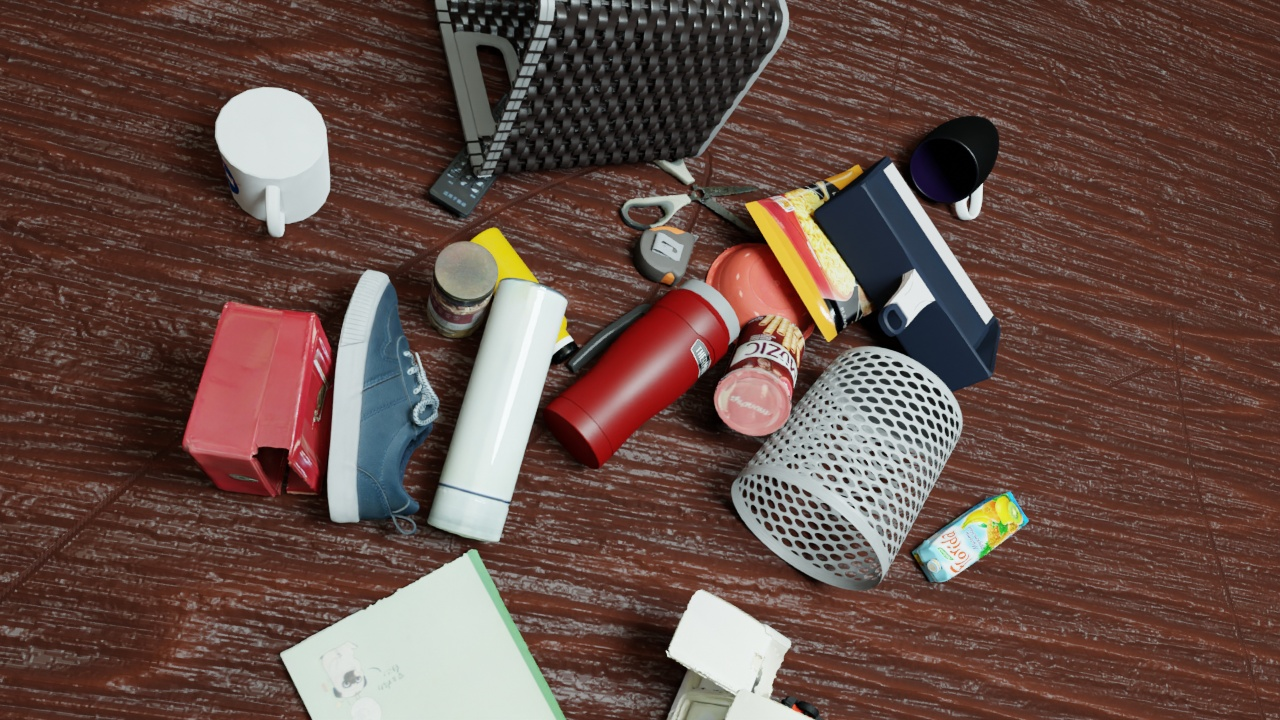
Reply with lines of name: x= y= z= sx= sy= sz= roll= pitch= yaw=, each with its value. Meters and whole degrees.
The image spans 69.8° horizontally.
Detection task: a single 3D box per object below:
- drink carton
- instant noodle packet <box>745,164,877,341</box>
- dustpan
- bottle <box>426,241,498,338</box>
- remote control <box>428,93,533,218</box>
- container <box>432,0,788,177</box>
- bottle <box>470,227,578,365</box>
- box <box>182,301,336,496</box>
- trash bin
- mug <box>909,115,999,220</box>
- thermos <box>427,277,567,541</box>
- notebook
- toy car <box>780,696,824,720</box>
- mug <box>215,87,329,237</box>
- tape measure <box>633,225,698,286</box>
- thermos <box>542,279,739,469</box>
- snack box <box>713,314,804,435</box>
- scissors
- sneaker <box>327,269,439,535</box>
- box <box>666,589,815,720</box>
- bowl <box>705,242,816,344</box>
drink carton: x=0.340 y=0.183 z=0.947 sx=0.128 sy=0.039 sz=0.044 roll=-27 pitch=81 yaw=-23
instant noodle packet: x=0.219 y=-0.124 z=0.989 sx=0.220 sy=0.032 sz=0.160 roll=-26 pitch=83 yaw=-41
dustpan: x=0.286 y=-0.085 z=0.942 sx=0.272 sy=0.080 sz=0.236 roll=-39 pitch=96 yaw=-38
bottle: x=-0.165 y=-0.063 z=0.845 sx=0.056 sy=0.105 sz=0.056 roll=5 pitch=71 yaw=-15
remote control: x=-0.159 y=-0.209 z=0.942 sx=0.047 sy=0.022 sz=0.150 roll=32 pitch=65 yaw=-3
container: x=-0.039 y=-0.341 z=0.887 sx=0.243 sy=0.246 sz=0.247 roll=-6 pitch=69 yaw=-26
bottle: x=-0.114 y=-0.060 z=0.893 sx=0.043 sy=0.043 sz=0.143 roll=-35 pitch=85 yaw=-23
box: x=-0.301 y=0.037 z=0.746 sx=0.087 sy=0.158 sz=0.128 roll=10 pitch=68 yaw=-7
trash bin: x=0.202 y=0.096 z=0.875 sx=0.156 sy=0.157 sz=0.182 roll=41 pitch=64 yaw=0
mug: x=0.381 y=-0.228 z=1.080 sx=0.100 sy=0.085 sz=0.119 roll=-41 pitch=117 yaw=-36
thermos: x=-0.127 y=0.043 z=0.820 sx=0.068 sy=0.068 sz=0.230 roll=17 pitch=81 yaw=-10
notebook: x=-0.161 y=0.313 z=0.775 sx=0.181 sy=0.010 sz=0.252 roll=-26 pitch=81 yaw=-23
toy car: x=0.158 y=0.350 z=0.834 sx=0.100 sy=0.049 sz=0.051 roll=36 pitch=66 yaw=-3
mug: x=-0.334 y=-0.172 z=0.840 sx=0.091 sy=0.090 sz=0.121 roll=-2 pitch=73 yaw=-17
tape measure: x=0.024 y=-0.113 z=0.953 sx=0.059 sy=0.038 sz=0.058 roll=22 pitch=68 yaw=-8
thermos: x=-0.005 y=0.005 z=0.889 sx=0.108 sy=0.084 sz=0.198 roll=33 pitch=64 yaw=33
snack box: x=0.118 y=0.011 z=0.893 sx=0.072 sy=0.072 sz=0.121 roll=35 pitch=33 yaw=-3
scissors: x=0.046 y=-0.187 z=0.998 sx=0.170 sy=0.013 sz=0.157 roll=-27 pitch=82 yaw=-22
sneaker: x=-0.222 y=0.034 z=0.809 sx=0.087 sy=0.089 sz=0.235 roll=4 pitch=77 yaw=-12
box: x=0.064 y=0.265 z=0.747 sx=0.105 sy=0.188 sz=0.143 roll=38 pitch=59 yaw=-18
bowl: x=0.136 y=-0.073 z=0.969 sx=0.130 sy=0.045 sz=0.130 roll=5 pitch=71 yaw=-15
